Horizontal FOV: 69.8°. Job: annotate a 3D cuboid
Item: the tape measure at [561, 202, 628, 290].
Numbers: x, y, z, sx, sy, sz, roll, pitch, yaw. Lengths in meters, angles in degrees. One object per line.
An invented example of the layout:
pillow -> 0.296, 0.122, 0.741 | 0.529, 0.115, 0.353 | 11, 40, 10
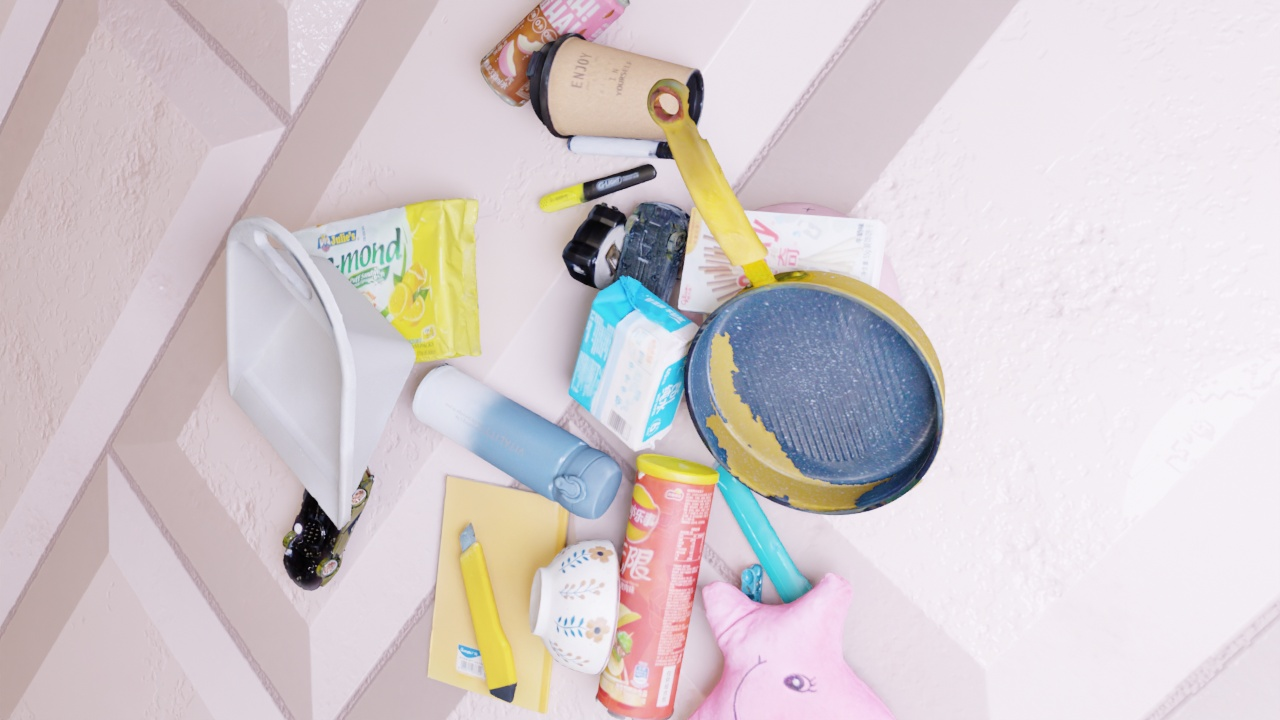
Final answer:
tape measure -> -0.036, -0.098, 0.822 | 0.033, 0.066, 0.065 | 25, 72, 23

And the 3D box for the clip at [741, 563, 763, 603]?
clip -> 0.093, 0.199, 0.769 | 0.014, 0.046, 0.057 | 5, 91, 26

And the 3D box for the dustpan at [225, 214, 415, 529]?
dustpan -> -0.333, -0.001, 0.858 | 0.222, 0.142, 0.258 | 42, 107, 23

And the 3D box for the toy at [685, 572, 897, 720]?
toy -> 0.123, 0.254, 0.718 | 0.179, 0.074, 0.195 | 15, 102, 20

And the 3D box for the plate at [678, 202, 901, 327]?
plate -> 0.114, -0.038, 0.756 | 0.193, 0.039, 0.192 | -1, 87, 27

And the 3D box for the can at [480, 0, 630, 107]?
can -> -0.082, -0.305, 0.858 | 0.147, 0.057, 0.058 | -36, 72, 22

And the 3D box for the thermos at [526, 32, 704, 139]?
thermos -> -0.021, -0.235, 0.810 | 0.143, 0.093, 0.093 | 15, 95, 20

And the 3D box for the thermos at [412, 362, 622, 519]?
thermos -> -0.115, 0.075, 0.855 | 0.220, 0.070, 0.070 | 26, 100, 27

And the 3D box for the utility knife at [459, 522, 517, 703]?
utility knife -> -0.147, 0.241, 0.882 | 0.033, 0.015, 0.173 | -19, 79, 19

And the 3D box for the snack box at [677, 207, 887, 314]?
snack box -> 0.109, -0.072, 0.722 | 0.157, 0.026, 0.084 | 9, 92, 26

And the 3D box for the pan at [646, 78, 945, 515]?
pan -> 0.093, -0.035, 0.658 | 0.198, 0.078, 0.357 | -12, 111, 32

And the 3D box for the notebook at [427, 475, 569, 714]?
notebook -> -0.141, 0.225, 0.896 | 0.146, 0.010, 0.206 | 6, 91, 27

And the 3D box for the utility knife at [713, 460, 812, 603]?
utility knife -> 0.104, 0.148, 0.770 | 0.029, 0.013, 0.160 | -37, 70, 19

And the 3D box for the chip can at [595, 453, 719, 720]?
chip can -> 0.014, 0.192, 0.782 | 0.073, 0.073, 0.216 | 11, 94, 27

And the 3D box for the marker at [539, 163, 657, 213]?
marker -> -0.041, -0.160, 0.855 | 0.124, 0.015, 0.018 | -12, 85, 25

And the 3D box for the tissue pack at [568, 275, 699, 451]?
tissue pack -> -0.005, 0.005, 0.784 | 0.090, 0.063, 0.140 | 39, 135, 24

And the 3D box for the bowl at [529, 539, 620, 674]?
bowl -> -0.061, 0.209, 0.791 | 0.062, 0.113, 0.113 | 8, 92, -13

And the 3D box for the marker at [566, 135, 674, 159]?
marker -> -0.010, -0.194, 0.838 | 0.131, 0.022, 0.018 | 11, 87, 30

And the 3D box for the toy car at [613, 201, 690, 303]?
toy car -> 0.008, -0.081, 0.816 | 0.054, 0.036, 0.121 | 25, 109, 25

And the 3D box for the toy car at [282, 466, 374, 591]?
toy car -> -0.336, 0.171, 0.981 | 0.070, 0.042, 0.158 | 30, 101, 25

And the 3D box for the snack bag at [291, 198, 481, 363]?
snack bag -> -0.263, -0.068, 0.938 | 0.247, 0.068, 0.158 | -6, 86, 27
